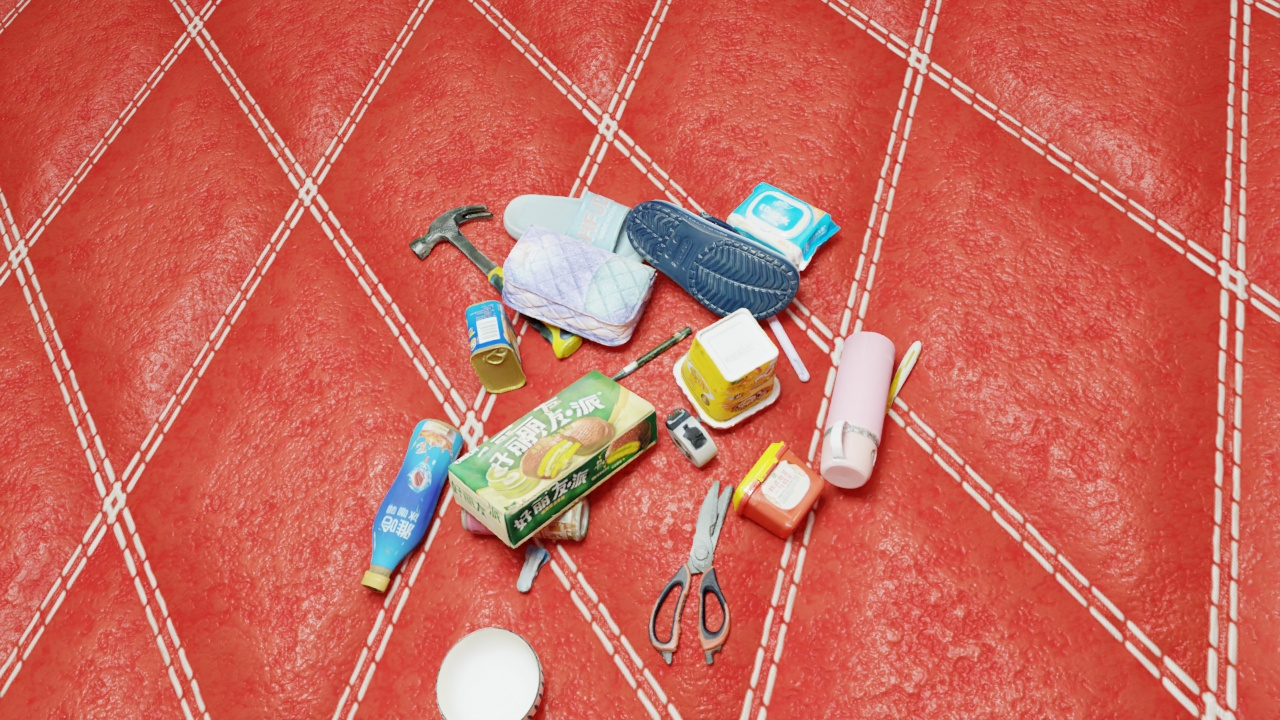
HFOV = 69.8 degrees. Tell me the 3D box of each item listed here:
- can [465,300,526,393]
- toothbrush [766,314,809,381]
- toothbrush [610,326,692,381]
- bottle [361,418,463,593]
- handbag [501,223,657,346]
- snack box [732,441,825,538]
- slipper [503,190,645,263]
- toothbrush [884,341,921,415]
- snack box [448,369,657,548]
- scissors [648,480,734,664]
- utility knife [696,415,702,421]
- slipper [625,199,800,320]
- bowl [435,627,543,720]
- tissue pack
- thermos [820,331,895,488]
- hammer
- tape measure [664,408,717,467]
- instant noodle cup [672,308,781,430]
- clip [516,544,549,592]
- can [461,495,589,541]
[{"bbox_3d":[-0.194,-0.019,1.223,0.057,0.102,0.083,-15,55,0],"label":"can"},{"bbox_3d":[0.180,-0.048,1.224,0.029,0.021,0.189,-42,55,29],"label":"toothbrush"},{"bbox_3d":[-0.007,0.007,1.224,0.185,0.017,0.012,-33,98,-11],"label":"toothbrush"},{"bbox_3d":[-0.288,0.180,1.142,0.065,0.065,0.218,11,63,16],"label":"bottle"},{"bbox_3d":[-0.086,-0.103,1.245,0.194,0.076,0.133,22,53,4],"label":"handbag"},{"bbox_3d":[0.163,0.154,1.072,0.080,0.082,0.091,36,71,16],"label":"snack box"},{"bbox_3d":[-0.090,-0.202,1.330,0.246,0.074,0.103,15,62,19],"label":"slipper"},{"bbox_3d":[0.308,0.048,1.144,0.016,0.018,0.191,17,63,37],"label":"toothbrush"},{"bbox_3d":[-0.100,0.112,1.103,0.239,0.063,0.114,-34,47,-30],"label":"snack box"},{"bbox_3d":[0.080,0.245,1.069,0.205,0.015,0.197,-34,59,-10],"label":"scissors"},{"bbox_3d":[0.112,-0.003,1.214,0.031,0.021,0.197,14,58,10],"label":"utility knife"},{"bbox_3d":[0.097,-0.136,1.238,0.253,0.105,0.095,29,25,15],"label":"slipper"},{"bbox_3d":[-0.160,0.360,1.011,0.116,0.066,0.116,-4,59,6],"label":"bowl"},{"bbox_3d":[0.194,-0.185,1.276,0.140,0.063,0.089,34,70,26],"label":"tissue pack"},{"bbox_3d":[0.256,0.052,1.095,0.067,0.087,0.198,-2,47,30],"label":"thermos"},{"bbox_3d":[-0.196,-0.116,1.318,0.126,0.032,0.323,-44,63,-9],"label":"hammer"},{"bbox_3d":[0.063,0.098,1.129,0.033,0.066,0.066,-39,59,-9],"label":"tape measure"},{"bbox_3d":[0.111,0.006,1.129,0.116,0.124,0.116,-29,70,-14],"label":"instant noodle cup"},{"bbox_3d":[-0.132,0.250,1.100,0.026,0.041,0.058,18,69,16],"label":"clip"},{"bbox_3d":[-0.139,0.186,1.116,0.147,0.058,0.057,2,60,11],"label":"can"}]
